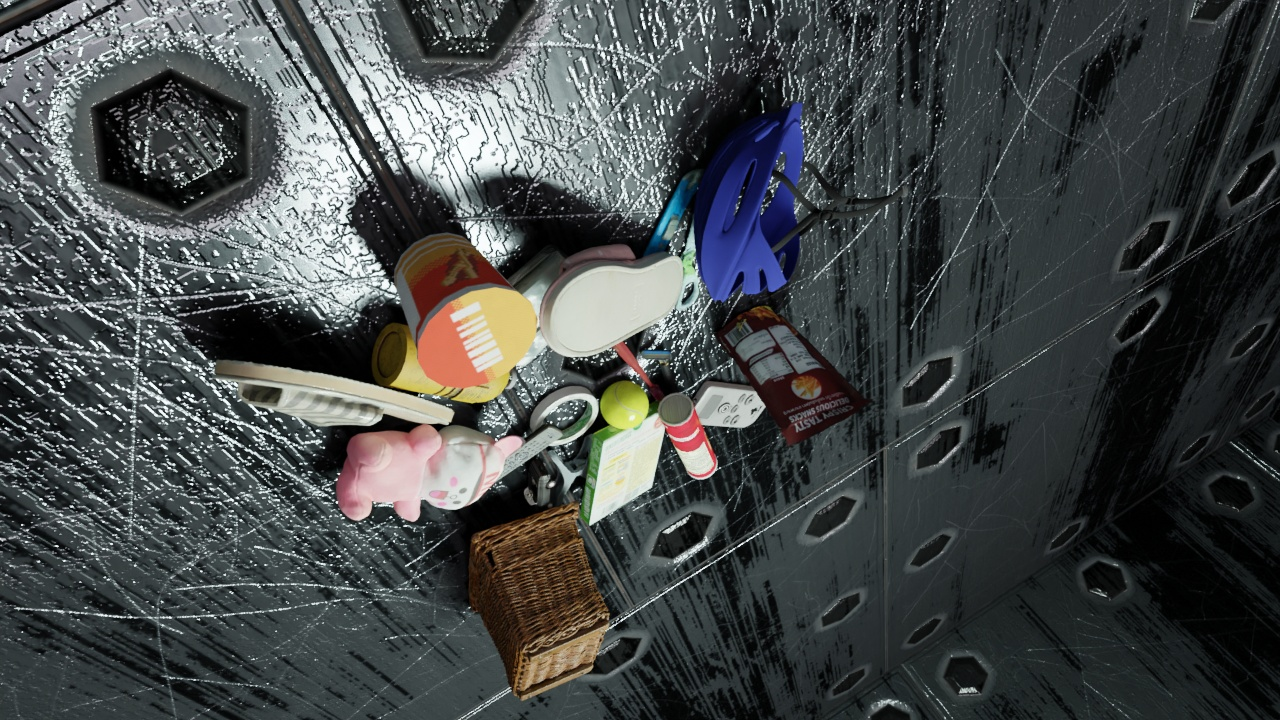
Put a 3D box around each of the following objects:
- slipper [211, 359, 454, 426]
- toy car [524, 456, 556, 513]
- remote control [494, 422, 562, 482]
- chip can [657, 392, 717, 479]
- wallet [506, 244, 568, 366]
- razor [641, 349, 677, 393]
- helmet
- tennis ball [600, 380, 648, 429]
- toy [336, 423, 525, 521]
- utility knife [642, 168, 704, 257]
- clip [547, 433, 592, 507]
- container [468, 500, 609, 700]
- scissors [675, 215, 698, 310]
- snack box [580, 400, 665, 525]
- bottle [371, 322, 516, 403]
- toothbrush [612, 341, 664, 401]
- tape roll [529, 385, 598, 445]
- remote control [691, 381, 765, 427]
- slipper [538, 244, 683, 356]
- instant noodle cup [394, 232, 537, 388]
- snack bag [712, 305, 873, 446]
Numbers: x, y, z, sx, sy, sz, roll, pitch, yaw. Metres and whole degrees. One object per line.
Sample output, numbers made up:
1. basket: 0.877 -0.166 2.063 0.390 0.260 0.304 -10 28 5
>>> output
1. slipper: -0.313 0.044 0.967 0.272 0.115 0.054 17 75 -50
2. toy car: -0.143 0.177 1.281 0.037 0.040 0.092 -16 140 -24
3. remote control: -0.162 0.126 1.216 0.137 0.013 0.033 -36 140 16
4. chip can: 0.072 0.114 1.352 0.052 0.052 0.215 -34 150 -4
5. wallet: -0.118 -0.062 1.052 0.131 0.054 0.100 -44 143 1
6. razor: 0.037 0.020 1.280 0.043 0.022 0.144 3 150 17
7. helmet: 0.173 -0.163 1.035 0.147 0.228 0.242 -34 138 -61
8. tennis ball: -0.022 0.060 1.236 0.065 0.065 0.065 -21 140 -20
9. toy: -0.254 0.129 1.112 0.212 0.084 0.142 2 132 -36
10. utility knife: 0.028 -0.149 1.101 0.031 0.015 0.186 3 129 -36
11. clip: -0.079 0.167 1.335 0.114 0.028 0.163 -23 141 -20
12. container: -0.143 0.356 1.323 0.162 0.183 0.251 -17 149 -22
13. scissors: 0.052 -0.129 1.141 0.092 0.032 0.175 -11 131 -27
14. snack box: -0.024 0.148 1.327 0.131 0.027 0.168 -26 140 -38
15. bottle: -0.211 0.009 1.031 0.163 0.071 0.071 14 120 -45
16. toothbrush: -0.007 0.007 1.232 0.016 0.016 0.190 -35 142 3
17. tape roll: -0.102 0.074 1.227 0.093 0.018 0.094 -21 140 -20
18. remote control: 0.136 0.070 1.406 0.150 0.019 0.074 8 124 -42
19. slipper: -0.035 -0.074 1.032 0.273 0.054 0.114 -19 124 -57
20. instant noodle cup: -0.187 -0.058 0.938 0.123 0.121 0.124 -21 140 -20
21. snack bag: 0.201 0.013 1.244 0.138 0.208 0.067 -19 139 -23
